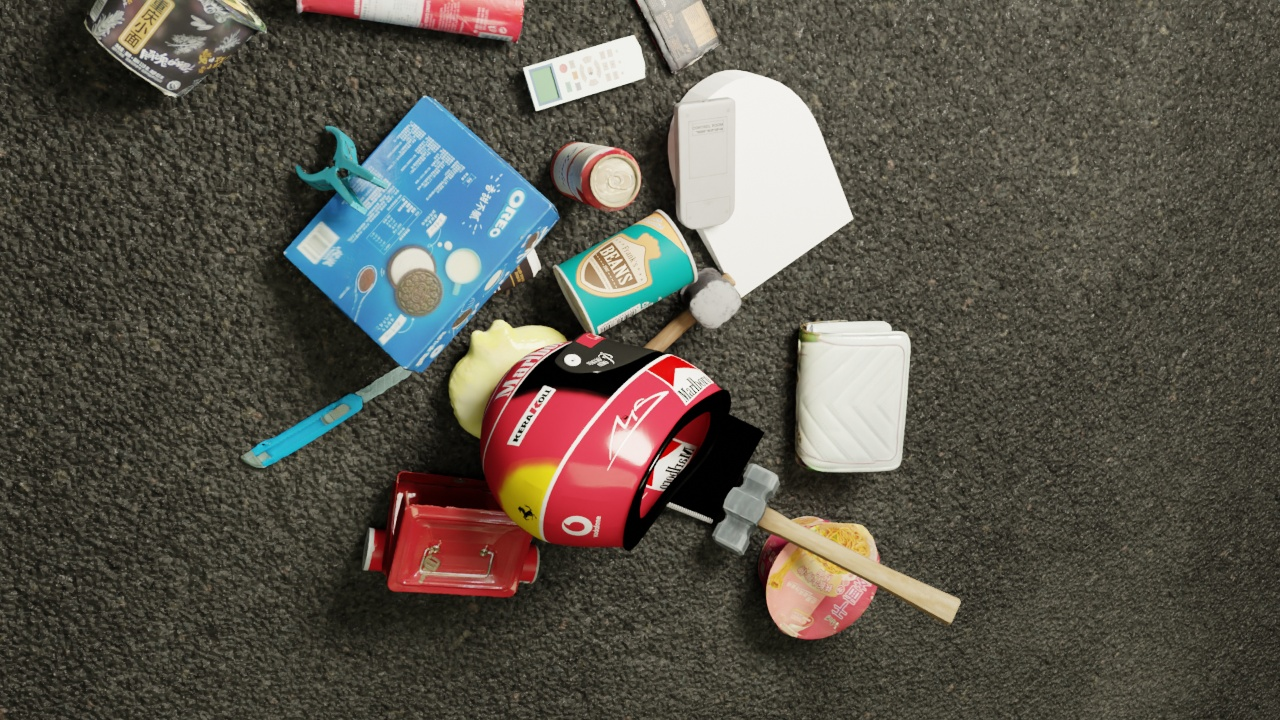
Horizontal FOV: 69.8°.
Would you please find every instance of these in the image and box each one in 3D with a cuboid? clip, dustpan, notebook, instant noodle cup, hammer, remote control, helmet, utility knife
[{"bbox_3d":[-0.334,-0.189,0.983,0.121,0.130,0.031,-33,149,9],"label":"clip"},{"bbox_3d":[0.140,-0.237,1.164,0.191,0.053,0.258,-35,124,-6],"label":"dustpan"},{"bbox_3d":[0.056,0.124,1.221,0.206,0.016,0.149,26,95,-33],"label":"notebook"},{"bbox_3d":[-0.458,-0.334,0.893,0.112,0.137,0.137,-45,113,7],"label":"instant noodle cup"},{"bbox_3d":[0.257,0.254,1.206,0.117,0.323,0.051,-60,158,-14],"label":"hammer"},{"bbox_3d":[-0.064,-0.335,1.067,0.143,0.024,0.049,-21,110,-13],"label":"remote control"},{"bbox_3d":[0.246,0.301,1.318,0.178,0.078,0.179,-4,105,-17],"label":"instant noodle cup"},{"bbox_3d":[-0.057,0.079,1.030,0.270,0.225,0.198,-45,155,-42],"label":"helmet"},{"bbox_3d":[-0.368,0.064,1.090,0.224,0.015,0.031,-33,117,-8],"label":"utility knife"},{"bbox_3d":[0.076,-0.233,1.091,0.074,0.019,0.151,-12,118,-19],"label":"remote control"},{"bbox_3d":[-0.007,0.007,1.160,0.328,0.098,0.052,-42,104,6],"label":"hammer"}]

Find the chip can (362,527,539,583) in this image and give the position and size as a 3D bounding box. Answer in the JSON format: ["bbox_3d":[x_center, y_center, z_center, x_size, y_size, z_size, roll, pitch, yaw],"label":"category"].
[{"bbox_3d":[-0.238,0.249,1.162,0.214,0.052,0.052,10,102,-20],"label":"chip can"}]

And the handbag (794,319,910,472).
[{"bbox_3d":[0.280,0.048,1.250,0.142,0.096,0.199,0,106,-3],"label":"handbag"}]

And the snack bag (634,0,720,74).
[{"bbox_3d":[0.033,-0.423,1.077,0.074,0.018,0.155,-32,112,-7],"label":"snack bag"}]

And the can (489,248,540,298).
[{"bbox_3d":[-0.187,-0.106,1.067,0.128,0.072,0.072,-27,111,-9],"label":"can"}]

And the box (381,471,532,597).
[{"bbox_3d":[-0.225,0.203,1.104,0.157,0.156,0.147,11,107,-23],"label":"box"}]

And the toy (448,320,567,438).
[{"bbox_3d":[-0.154,0.019,1.118,0.170,0.064,0.155,-29,117,-8],"label":"toy"}]

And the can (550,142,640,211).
[{"bbox_3d":[-0.052,-0.208,1.028,0.067,0.170,0.067,-5,107,-17],"label":"can"}]

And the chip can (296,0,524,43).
[{"bbox_3d":[-0.239,-0.388,0.971,0.232,0.073,0.073,2,104,-19],"label":"chip can"}]

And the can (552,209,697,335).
[{"bbox_3d":[-0.018,-0.104,1.106,0.144,0.099,0.099,-29,112,-8],"label":"can"}]

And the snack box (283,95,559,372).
[{"bbox_3d":[-0.237,-0.137,1.000,0.195,0.056,0.239,42,90,10],"label":"snack box"}]
